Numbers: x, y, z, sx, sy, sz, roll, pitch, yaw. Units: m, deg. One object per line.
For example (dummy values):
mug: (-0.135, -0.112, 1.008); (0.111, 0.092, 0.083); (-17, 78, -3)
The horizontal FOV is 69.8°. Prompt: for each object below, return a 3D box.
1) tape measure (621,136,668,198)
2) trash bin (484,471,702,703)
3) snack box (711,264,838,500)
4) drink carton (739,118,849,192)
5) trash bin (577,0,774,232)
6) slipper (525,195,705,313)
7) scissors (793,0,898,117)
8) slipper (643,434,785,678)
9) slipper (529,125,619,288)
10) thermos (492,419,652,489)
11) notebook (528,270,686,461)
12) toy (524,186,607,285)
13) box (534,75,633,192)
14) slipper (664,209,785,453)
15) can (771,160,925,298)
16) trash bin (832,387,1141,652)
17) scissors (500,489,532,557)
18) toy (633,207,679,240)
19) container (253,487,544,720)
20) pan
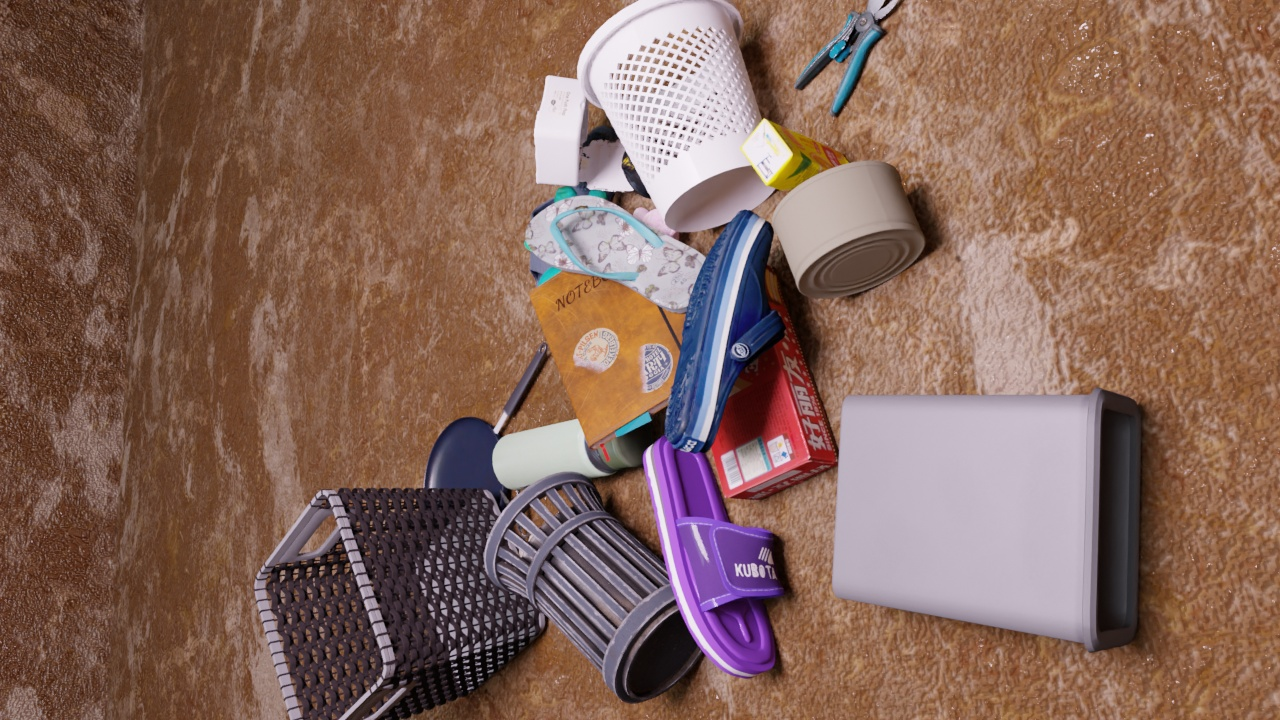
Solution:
tape measure: (0.010, -0.236, 1.120); (0.042, 0.072, 0.071); (-26, 36, 34)
trash bin: (-0.042, 0.253, 1.020); (0.227, 0.164, 0.164); (34, 106, 39)
snack box: (0.117, 0.019, 0.971); (0.113, 0.060, 0.236); (-33, 60, 36)
drink carton: (0.164, -0.190, 0.912); (0.043, 0.134, 0.058); (-49, 54, 30)
trash bin: (0.054, -0.262, 1.014); (0.196, 0.195, 0.199); (-32, 70, 36)
slipper: (-0.032, -0.136, 1.040); (0.269, 0.055, 0.098); (25, 78, 33)
scissors: (0.219, -0.324, 0.965); (0.157, 0.019, 0.124); (-17, 71, 43)
slipper: (0.086, 0.181, 0.946); (0.084, 0.107, 0.266); (-41, 51, 32)
slipper: (-0.102, -0.190, 1.215); (0.101, 0.082, 0.264); (25, 99, 45)
thermos: (-0.086, 0.109, 1.145); (0.232, 0.082, 0.082); (-15, 72, 43)
notebook: (-0.017, -0.032, 1.025); (0.179, 0.014, 0.249); (-33, 55, 11)
toy: (-0.080, -0.123, 1.142); (0.072, 0.130, 0.193); (163, 112, -80)
box: (-0.057, -0.265, 1.132); (0.129, 0.137, 0.108); (95, -176, -57)
slipper: (0.090, -0.023, 0.903); (0.105, 0.095, 0.252); (118, 170, -70)
can: (0.197, -0.121, 0.871); (0.128, 0.127, 0.073); (-33, 62, 36)
trash bin: (0.281, 0.122, 0.764); (0.220, 0.097, 0.191); (-2, 81, 46)
scissors: (-0.151, 0.247, 1.219); (0.158, 0.012, 0.162); (25, 104, 37)
toy: (0.015, -0.154, 1.118); (0.110, 0.047, 0.063); (28, 99, 55)
container: (-0.310, 0.318, 1.189); (0.248, 0.243, 0.245); (-46, 59, 32)
pan: (-0.214, 0.119, 1.309); (0.198, 0.021, 0.357); (50, 117, 38)
